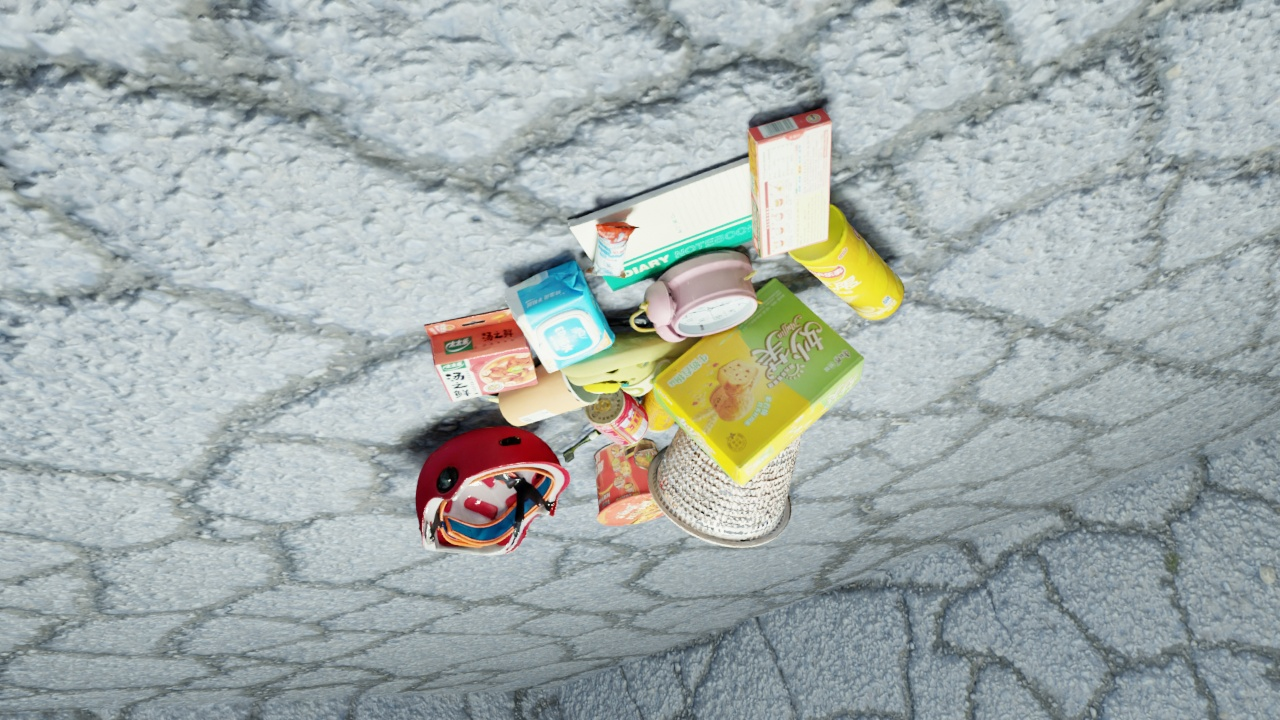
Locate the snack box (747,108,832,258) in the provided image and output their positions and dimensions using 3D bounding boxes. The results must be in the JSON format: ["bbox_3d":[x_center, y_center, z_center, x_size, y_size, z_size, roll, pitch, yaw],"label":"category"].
[{"bbox_3d":[0.150,-0.173,0.919,0.077,0.027,0.156,-17,141,-4],"label":"snack box"}]

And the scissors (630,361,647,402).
[{"bbox_3d":[-0.040,0.036,1.290,0.170,0.019,0.179,-23,153,15],"label":"scissors"}]

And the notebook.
[{"bbox_3d":[0.043,-0.144,0.985,0.209,0.012,0.150,-19,154,9],"label":"notebook"}]

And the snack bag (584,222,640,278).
[{"bbox_3d":[-0.030,-0.115,0.960,0.048,0.026,0.104,5,150,-11],"label":"snack bag"}]

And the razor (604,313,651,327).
[{"bbox_3d":[-0.057,-0.046,1.116,0.142,0.022,0.043,-6,124,-10],"label":"razor"}]

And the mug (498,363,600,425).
[{"bbox_3d":[-0.122,0.040,1.200,0.123,0.078,0.078,-24,152,29],"label":"mug"}]

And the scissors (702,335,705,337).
[{"bbox_3d":[0.120,-0.040,1.223,0.133,0.017,0.135,-18,151,-1],"label":"scissors"}]

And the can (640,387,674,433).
[{"bbox_3d":[0.036,0.049,1.307,0.058,0.058,0.146,-6,153,-15],"label":"can"}]

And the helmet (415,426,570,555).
[{"bbox_3d":[-0.223,0.170,1.333,0.206,0.143,0.241,17,126,-47],"label":"helmet"}]

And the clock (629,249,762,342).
[{"bbox_3d":[0.062,-0.069,1.074,0.158,0.059,0.117,-17,160,7],"label":"clock"}]

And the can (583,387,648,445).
[{"bbox_3d":[-0.034,0.075,1.273,0.066,0.066,0.094,-20,153,13],"label":"can"}]

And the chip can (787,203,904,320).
[{"bbox_3d":[0.243,-0.111,1.079,0.072,0.072,0.213,-26,151,23],"label":"chip can"}]

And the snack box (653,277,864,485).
[{"bbox_3d":[0.143,0.024,1.117,0.210,0.157,0.070,-40,157,-10],"label":"snack box"}]

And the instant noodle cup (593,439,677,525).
[{"bbox_3d":[-0.017,0.201,1.521,0.138,0.108,0.138,-11,154,-6],"label":"instant noodle cup"}]

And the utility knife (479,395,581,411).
[{"bbox_3d":[-0.170,0.057,1.264,0.212,0.022,0.031,4,168,-44],"label":"utility knife"}]

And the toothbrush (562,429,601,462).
[{"bbox_3d":[-0.067,0.116,1.433,0.012,0.017,0.186,12,144,-37],"label":"toothbrush"}]

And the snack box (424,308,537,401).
[{"bbox_3d":[-0.189,-0.004,1.108,0.113,0.044,0.127,-12,153,-4],"label":"snack box"}]

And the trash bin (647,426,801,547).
[{"bbox_3d":[0.141,0.128,1.346,0.227,0.227,0.193,-2,129,-23],"label":"trash bin"}]

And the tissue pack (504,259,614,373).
[{"bbox_3d":[-0.088,-0.046,1.036,0.090,0.063,0.140,-23,147,1],"label":"tissue pack"}]

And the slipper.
[{"bbox_3d":[-0.007,0.007,1.143,0.190,0.081,0.092,-13,-166,-22],"label":"slipper"}]
